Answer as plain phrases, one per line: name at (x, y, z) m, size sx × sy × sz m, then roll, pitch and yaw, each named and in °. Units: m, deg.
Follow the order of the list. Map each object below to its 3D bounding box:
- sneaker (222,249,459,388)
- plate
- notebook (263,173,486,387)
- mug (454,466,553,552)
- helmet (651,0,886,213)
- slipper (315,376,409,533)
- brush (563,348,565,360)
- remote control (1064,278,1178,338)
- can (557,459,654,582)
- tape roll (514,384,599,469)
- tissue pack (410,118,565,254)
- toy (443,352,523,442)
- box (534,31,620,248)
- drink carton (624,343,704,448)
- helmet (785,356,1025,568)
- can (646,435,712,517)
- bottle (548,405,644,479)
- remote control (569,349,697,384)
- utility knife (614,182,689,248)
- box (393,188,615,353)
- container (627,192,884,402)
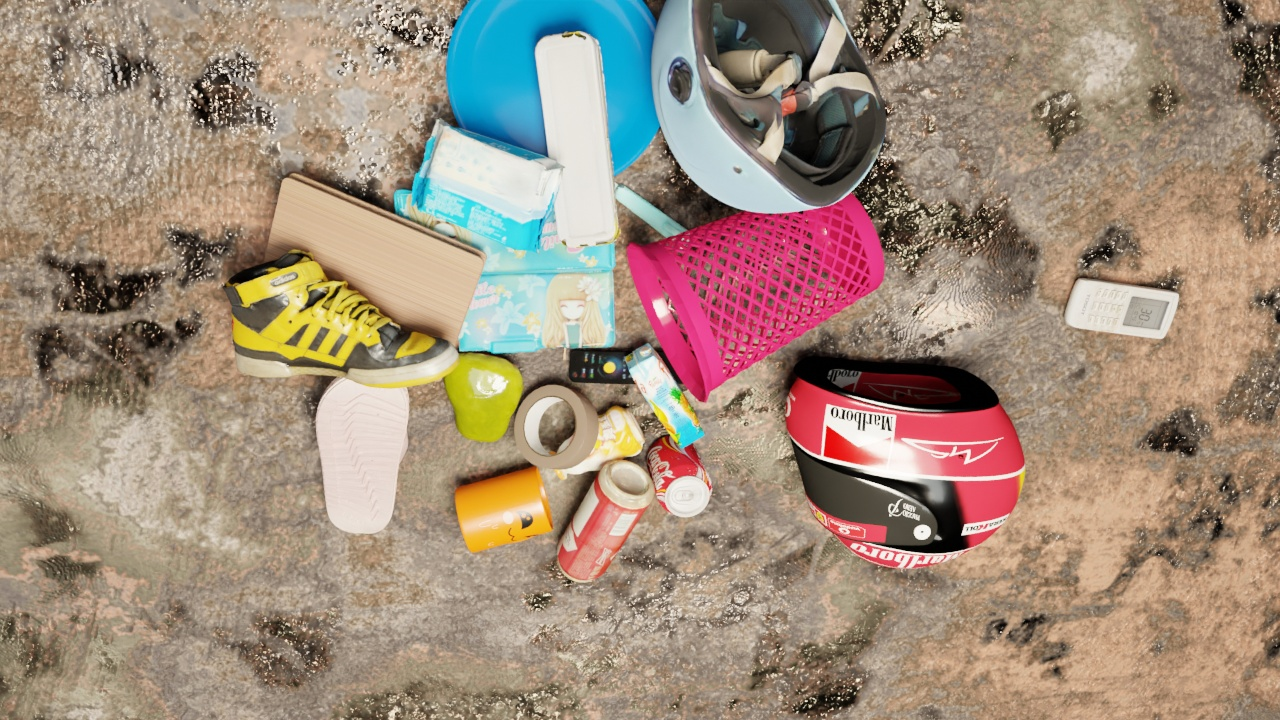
sneaker at (-0.300, -0.045, 0.911) m, size 0.239 × 0.085 × 0.122 m, roll 2°, pitch 121°, yaw 8°
plate at (-0.083, -0.287, 0.933) m, size 0.224 × 0.024 × 0.224 m, roll -1°, pitch 100°, yaw -7°
notebook at (-0.285, -0.077, 0.956) m, size 0.210 × 0.022 × 0.169 m, roll 22°, pitch 118°, yaw -6°
mug at (-0.155, 0.183, 1.078) m, size 0.096 × 0.077 × 0.113 m, roll -15°, pitch 142°, yaw -3°
helmet at (0.103, -0.266, 0.889) m, size 0.224 × 0.167 × 0.265 m, roll -29°, pitch 103°, yaw -36°
slipper at (-0.309, 0.093, 1.024) m, size 0.094 × 0.064 × 0.240 m, roll 8°, pitch 125°, yaw -10°
brush at (-0.080, -0.063, 1.025) m, size 0.048 × 0.017 × 0.126 m, roll 2°, pitch 109°, yaw -9°
remote control at (0.584, -0.063, 1.116) m, size 0.138 × 0.025 × 0.060 m, roll 7°, pitch 108°, yaw -10°
can at (-0.044, 0.189, 1.066) m, size 0.067 × 0.067 × 0.171 m, roll 17°, pitch 129°, yaw -14°
tape roll at (-0.095, 0.076, 1.035) m, size 0.094 × 0.030 × 0.093 m, roll -5°, pitch 78°, yaw 24°
tissue pack at (-0.150, -0.172, 0.899) m, size 0.144 × 0.061 × 0.093 m, roll 22°, pitch 110°, yaw 5°
toy at (-0.179, 0.044, 1.031) m, size 0.090 × 0.051 × 0.110 m, roll 8°, pitch 110°, yaw -9°
box at (-0.062, -0.218, 0.920) m, size 0.066 × 0.044 × 0.210 m, roll -5°, pitch 101°, yaw 7°
drink carton at (0.027, 0.040, 1.043) m, size 0.038 × 0.044 × 0.129 m, roll -31°, pitch 116°, yaw 5°
helmet at (0.294, 0.124, 1.051) m, size 0.271 × 0.197 × 0.225 m, roll 4°, pitch 108°, yaw -1°
can at (0.044, 0.134, 1.066) m, size 0.064 × 0.104 × 0.064 m, roll -3°, pitch 109°, yaw -8°
bottle at (-0.052, 0.099, 1.063) m, size 0.109 × 0.063 × 0.063 m, roll -27°, pitch 111°, yaw 3°
remote control at (-0.006, 0.006, 1.059) m, size 0.152 × 0.020 × 0.041 m, roll 1°, pitch 111°, yaw -7°
utility knife at (0.009, -0.162, 1.005) m, size 0.120 × 0.015 × 0.022 m, roll 34°, pitch 92°, yaw -16°
box at (-0.140, -0.096, 0.980) m, size 0.227 × 0.039 × 0.182 m, roll -2°, pitch 103°, yaw -3°
container at (0.127, -0.086, 0.974) m, size 0.225 × 0.183 × 0.183 m, roll -26°, pitch 111°, yaw -7°
